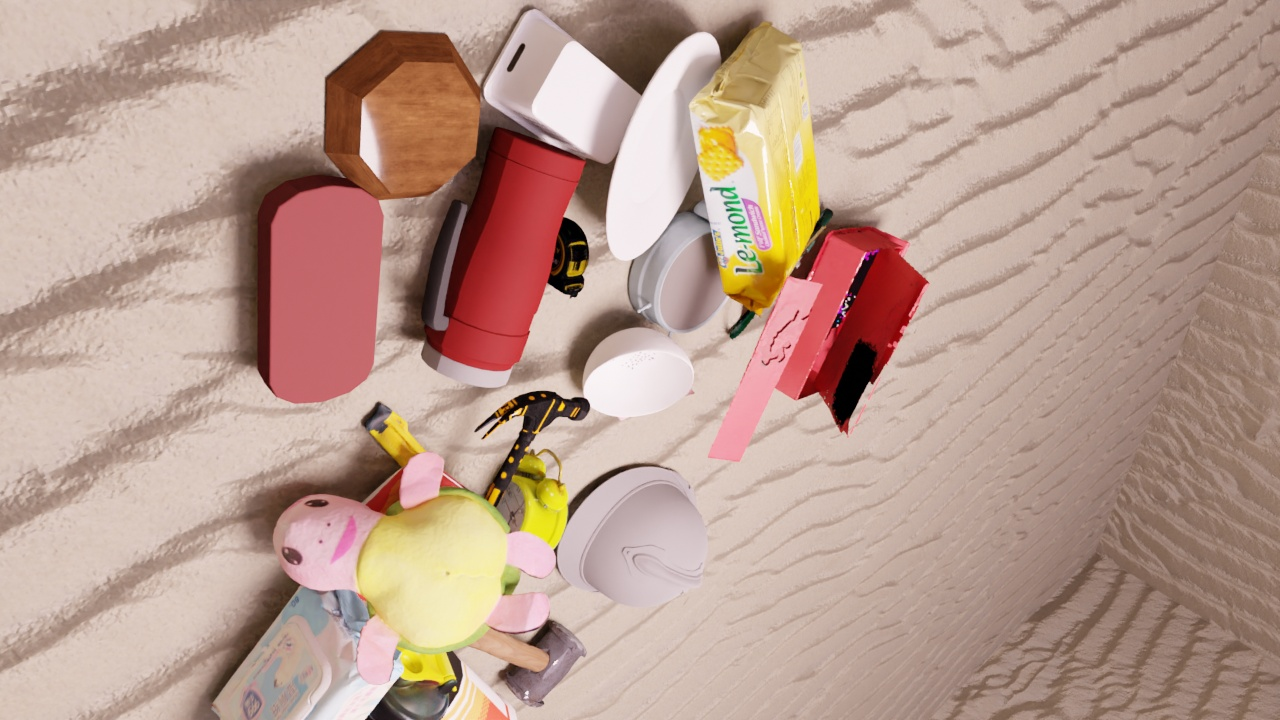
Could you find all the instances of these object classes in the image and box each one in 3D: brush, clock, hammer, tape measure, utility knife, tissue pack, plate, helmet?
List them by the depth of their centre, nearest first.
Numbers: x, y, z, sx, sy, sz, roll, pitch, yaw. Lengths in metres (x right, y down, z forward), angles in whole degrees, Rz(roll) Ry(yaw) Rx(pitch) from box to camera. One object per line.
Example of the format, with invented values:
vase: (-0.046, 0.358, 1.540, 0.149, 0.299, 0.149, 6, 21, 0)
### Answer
plate: (-0.167, -0.174, 0.675, 0.131, 0.025, 0.131, -27, 135, -31)
brush: (-0.240, -0.053, 0.676, 0.082, 0.042, 0.174, -13, 127, -40)
tissue pack: (-0.291, 0.282, 0.803, 0.182, 0.112, 0.070, -52, 148, 11)
tape measure: (-0.071, -0.095, 0.805, 0.034, 0.062, 0.061, -15, 129, -43)
plate: (0.018, -0.189, 0.817, 0.208, 0.015, 0.209, -56, 162, -28)
hammer: (-0.158, 0.161, 0.867, 0.123, 0.036, 0.321, 1, 124, -54)
utility knife: (-0.197, 0.111, 0.872, 0.030, 0.019, 0.225, -37, 143, -9)
clock: (-0.112, 0.145, 0.931, 0.057, 0.083, 0.119, 20, 104, -45)
clock: (0.056, -0.099, 0.951, 0.159, 0.045, 0.122, -50, 143, -4)
hammer: (-0.146, 0.316, 1.008, 0.098, 0.052, 0.328, -47, 152, -10)
helmet: (0.024, 0.238, 1.113, 0.183, 0.118, 0.271, -56, 144, 3)

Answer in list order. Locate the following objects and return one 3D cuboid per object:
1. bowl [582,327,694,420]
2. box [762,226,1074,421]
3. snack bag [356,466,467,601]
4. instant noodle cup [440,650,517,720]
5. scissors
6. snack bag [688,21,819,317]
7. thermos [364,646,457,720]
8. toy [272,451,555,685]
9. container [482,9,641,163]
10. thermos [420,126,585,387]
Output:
bowl: (-0.006, 0.005, 0.940, 0.114, 0.050, 0.115, -8, 144, -6)
box: (0.383, -0.040, 1.216, 0.477, 0.171, 0.215, 12, 115, -22)
snack bag: (-0.225, 0.162, 0.858, 0.144, 0.039, 0.131, -43, 142, -5)
instant noodle cup: (-0.211, 0.380, 0.983, 0.123, 0.123, 0.121, -37, 132, -21)
scissors: (0.173, -0.113, 1.039, 0.203, 0.015, 0.202, -51, 180, -35)
snack bag: (0.120, -0.182, 0.883, 0.159, 0.068, 0.247, -60, 147, -39)
thermos: (-0.270, 0.349, 0.874, 0.221, 0.098, 0.098, -43, 145, 15)
toy: (-0.189, 0.173, 0.776, 0.238, 0.088, 0.190, 13, 79, -14)
container: (-0.055, -0.213, 0.743, 0.129, 0.049, 0.081, 23, 100, -52)
thermos: (-0.121, -0.082, 0.743, 0.107, 0.084, 0.199, 0, 116, -55)
